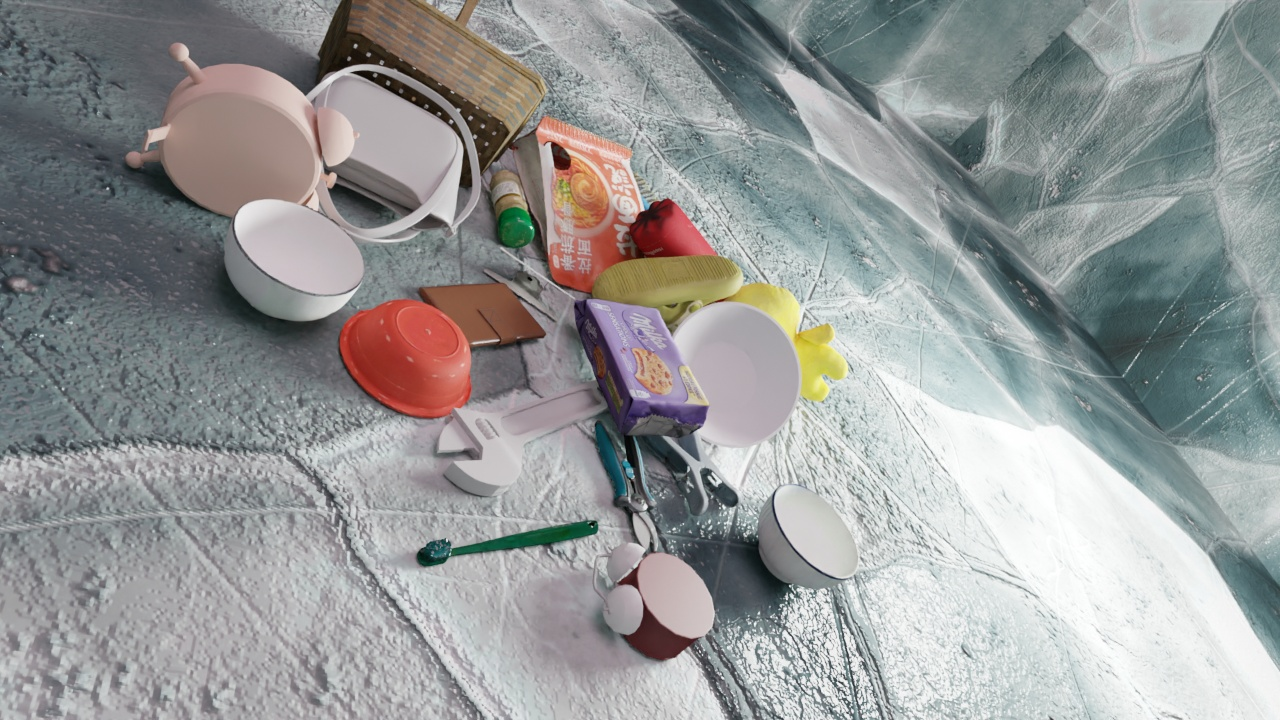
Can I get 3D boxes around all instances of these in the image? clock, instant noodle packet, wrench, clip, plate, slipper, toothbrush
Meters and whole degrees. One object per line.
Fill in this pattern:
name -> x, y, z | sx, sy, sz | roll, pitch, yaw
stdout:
clock -> -0.345, -0.182, 0.802 | 0.160, 0.131, 0.086 | 16, 39, -38
instant noodle packet -> -0.071, -0.181, 1.179 | 0.164, 0.084, 0.220 | 11, 61, -45
wrench -> -0.094, 0.065, 0.890 | 0.086, 0.018, 0.272 | 51, 30, 14
clip -> 0.054, 0.096, 1.007 | 0.106, 0.028, 0.163 | 1, 49, -47
clip -> -0.126, -0.088, 1.042 | 0.102, 0.054, 0.057 | 35, 66, -12
clock -> 0.010, 0.209, 0.797 | 0.124, 0.044, 0.087 | 30, 32, -19
plate -> 0.105, 0.019, 1.099 | 0.173, 0.036, 0.174 | 2, 81, -16
slipper -> 0.033, -0.080, 1.132 | 0.190, 0.082, 0.091 | -11, 41, -13
toothbrush -> -0.104, 0.149, 0.770 | 0.189, 0.017, 0.016 | 1, 50, -48

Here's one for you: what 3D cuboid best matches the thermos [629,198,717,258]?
thermos -> 0.082, -0.107, 1.216 | 0.240, 0.073, 0.073 | 47, 25, -29

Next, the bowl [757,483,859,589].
bowl -> 0.167, 0.196, 0.975 | 0.118, 0.062, 0.117 | 28, 33, -21

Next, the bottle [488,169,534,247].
bottle -> -0.158, -0.185, 1.109 | 0.043, 0.043, 0.111 | 18, 37, -34

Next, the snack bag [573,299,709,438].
snack bag -> -0.006, 0.006, 0.989 | 0.096, 0.059, 0.205 | 6, 35, -26

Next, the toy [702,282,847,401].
toy -> 0.169, -0.022, 1.180 | 0.207, 0.134, 0.092 | 29, 27, -16

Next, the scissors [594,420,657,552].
scissors -> -0.014, 0.118, 0.912 | 0.150, 0.019, 0.130 | 43, 32, -1

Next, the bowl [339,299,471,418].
bowl -> -0.202, -0.011, 0.834 | 0.130, 0.045, 0.130 | 29, 32, -21

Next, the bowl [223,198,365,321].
bowl -> -0.302, -0.078, 0.786 | 0.113, 0.063, 0.113 | 29, 33, -21

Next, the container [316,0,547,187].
container -> -0.249, -0.349, 1.105 | 0.250, 0.158, 0.185 | 29, 44, -22

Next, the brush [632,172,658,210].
brush -> -0.023, -0.228, 1.308 | 0.075, 0.056, 0.136 | -24, 68, -34

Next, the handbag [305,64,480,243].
handbag -> -0.265, -0.198, 0.958 | 0.215, 0.096, 0.222 | 25, 40, -23

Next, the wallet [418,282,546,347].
wallet -> -0.163, -0.049, 0.958 | 0.087, 0.013, 0.120 | 49, 31, 21
